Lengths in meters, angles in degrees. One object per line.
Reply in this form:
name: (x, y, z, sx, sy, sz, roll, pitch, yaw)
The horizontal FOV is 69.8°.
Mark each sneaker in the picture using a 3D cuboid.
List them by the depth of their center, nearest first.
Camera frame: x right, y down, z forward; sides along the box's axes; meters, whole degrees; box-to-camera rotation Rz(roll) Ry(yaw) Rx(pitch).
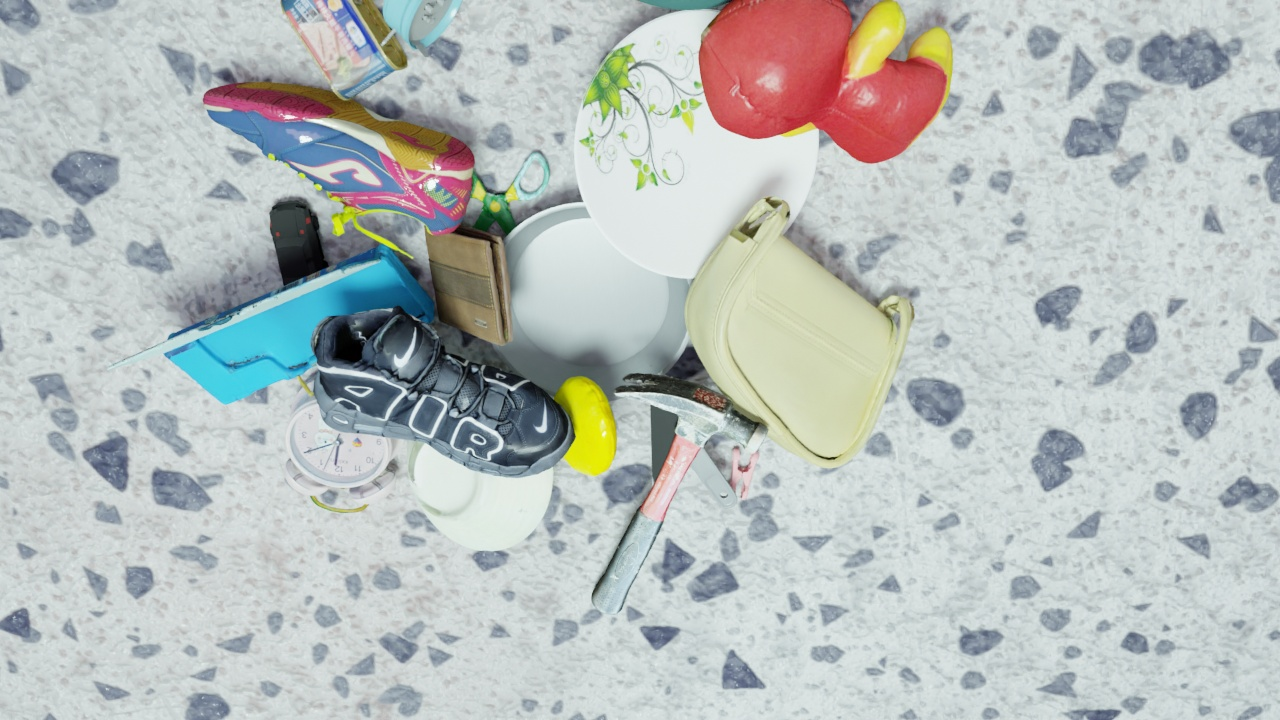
sneaker: (-0.267, -0.171, 0.800, 0.242, 0.116, 0.091, 19, 122, 3)
sneaker: (-0.179, 0.014, 0.804, 0.252, 0.097, 0.151, 13, 149, 9)

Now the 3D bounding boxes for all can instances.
can: (-0.253, -0.282, 0.786, 0.059, 0.053, 0.100, -26, 109, 13)

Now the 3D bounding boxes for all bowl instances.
bowl: (-0.175, 0.106, 0.896, 0.177, 0.057, 0.177, 2, 96, 26)

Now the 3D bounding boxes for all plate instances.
plate: (0.049, -0.188, 0.814, 0.229, 0.030, 0.230, -5, 108, -17)

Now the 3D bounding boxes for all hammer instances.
hammer: (0.003, 0.148, 0.921, 0.140, 0.036, 0.327, 28, 128, 7)

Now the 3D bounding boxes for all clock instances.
clock: (-0.169, -0.312, 0.755, 0.042, 0.087, 0.123, 37, 119, 1)
clock: (-0.301, 0.087, 0.929, 0.117, 0.058, 0.158, 12, 117, -6)

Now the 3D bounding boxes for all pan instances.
pan: (-0.005, 0.005, 0.898, 0.201, 0.050, 0.356, -31, 111, 13)

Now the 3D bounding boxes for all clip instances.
clip: (0.101, 0.117, 0.957, 0.044, 0.023, 0.060, 29, 108, -5)

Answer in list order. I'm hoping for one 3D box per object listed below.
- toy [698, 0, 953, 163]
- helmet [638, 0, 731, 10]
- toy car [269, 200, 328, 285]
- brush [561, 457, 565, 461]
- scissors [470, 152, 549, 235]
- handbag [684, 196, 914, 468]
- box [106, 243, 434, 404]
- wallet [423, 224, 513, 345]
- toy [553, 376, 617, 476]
toy: (0.144, -0.225, 0.734, 0.216, 0.098, 0.148, 6, 141, -28)
helmet: (0.004, -0.380, 0.658, 0.201, 0.176, 0.275, -22, 135, 25)
toy car: (-0.325, -0.104, 0.867, 0.042, 0.036, 0.092, -5, 112, 3)
brush: (-0.099, 0.072, 0.933, 0.117, 0.039, 0.049, 17, 112, -3)
scissors: (-0.131, -0.150, 0.859, 0.130, 0.011, 0.125, -28, 114, 12)
handbag: (0.139, -0.020, 0.852, 0.232, 0.088, 0.191, 33, 95, -29)
box: (-0.336, -0.041, 0.846, 0.244, 0.170, 0.070, -21, 73, 10)
wallet: (-0.159, -0.073, 0.845, 0.026, 0.121, 0.099, -20, 116, -37)
toy: (-0.053, 0.062, 0.861, 0.041, 0.094, 0.095, -14, 87, -33)
